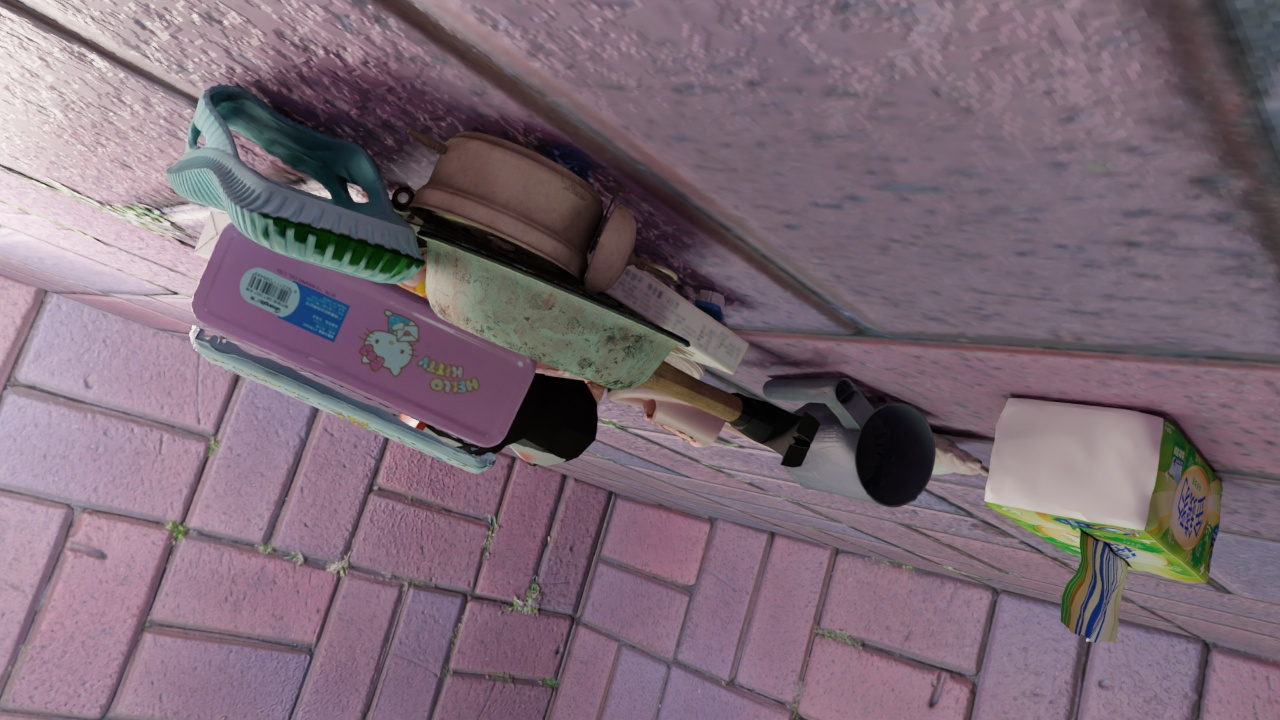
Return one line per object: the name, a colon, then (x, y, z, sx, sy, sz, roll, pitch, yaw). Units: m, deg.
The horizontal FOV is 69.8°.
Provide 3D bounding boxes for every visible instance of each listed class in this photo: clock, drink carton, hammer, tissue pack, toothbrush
clock: (-0.045, -0.072, 0.458, 0.141, 0.054, 0.093, 22, 176, 3)
drink carton: (-0.323, -0.094, 0.800, 0.123, 0.040, 0.058, 12, 168, 25)
hammer: (-0.004, 0.004, 0.637, 0.305, 0.040, 0.132, 24, -179, -29)
tissue pack: (0.321, 0.124, 0.638, 0.197, 0.141, 0.120, 26, 166, -38)
toothbrush: (0.054, -0.024, 0.661, 0.016, 0.014, 0.166, 15, 173, 10)

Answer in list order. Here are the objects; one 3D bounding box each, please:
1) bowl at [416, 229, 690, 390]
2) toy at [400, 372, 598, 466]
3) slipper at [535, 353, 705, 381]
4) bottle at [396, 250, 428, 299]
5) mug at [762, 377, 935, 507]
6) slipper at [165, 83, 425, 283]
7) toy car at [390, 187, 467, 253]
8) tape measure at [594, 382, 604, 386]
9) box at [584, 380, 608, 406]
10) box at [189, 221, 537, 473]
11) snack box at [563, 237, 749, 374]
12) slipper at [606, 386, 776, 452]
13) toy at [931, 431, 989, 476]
bowl: (-0.052, -0.022, 0.498, 0.157, 0.038, 0.157, 22, 180, 0)
toy: (-0.113, 0.032, 0.879, 0.184, 0.158, 0.140, 27, 130, -33)
slipper: (-0.063, -0.018, 0.725, 0.239, 0.064, 0.094, 23, 168, -21)
bottle: (-0.149, -0.058, 0.631, 0.109, 0.063, 0.063, 43, 163, -11)
mug: (0.166, 0.061, 0.762, 0.124, 0.083, 0.104, 47, 161, -18)
slipper: (-0.186, -0.098, 0.501, 0.116, 0.069, 0.276, 20, -176, -35)
toy car: (-0.129, -0.079, 0.589, 0.092, 0.037, 0.040, 19, 169, -11)
tape measure: (-0.058, 0.004, 0.934, 0.059, 0.019, 0.051, 25, 168, 4)
box: (-0.072, 0.040, 1.052, 0.076, 0.054, 0.187, -14, -178, -22)
box: (-0.185, 0.006, 0.604, 0.214, 0.062, 0.140, 25, 131, -8)
snack box: (-0.007, -0.038, 0.578, 0.150, 0.026, 0.082, 31, 173, -39)
slipper: (0.069, 0.064, 0.953, 0.221, 0.055, 0.107, 18, 171, -10)
toy: (0.249, 0.080, 0.807, 0.076, 0.037, 0.126, 27, 165, -30)
